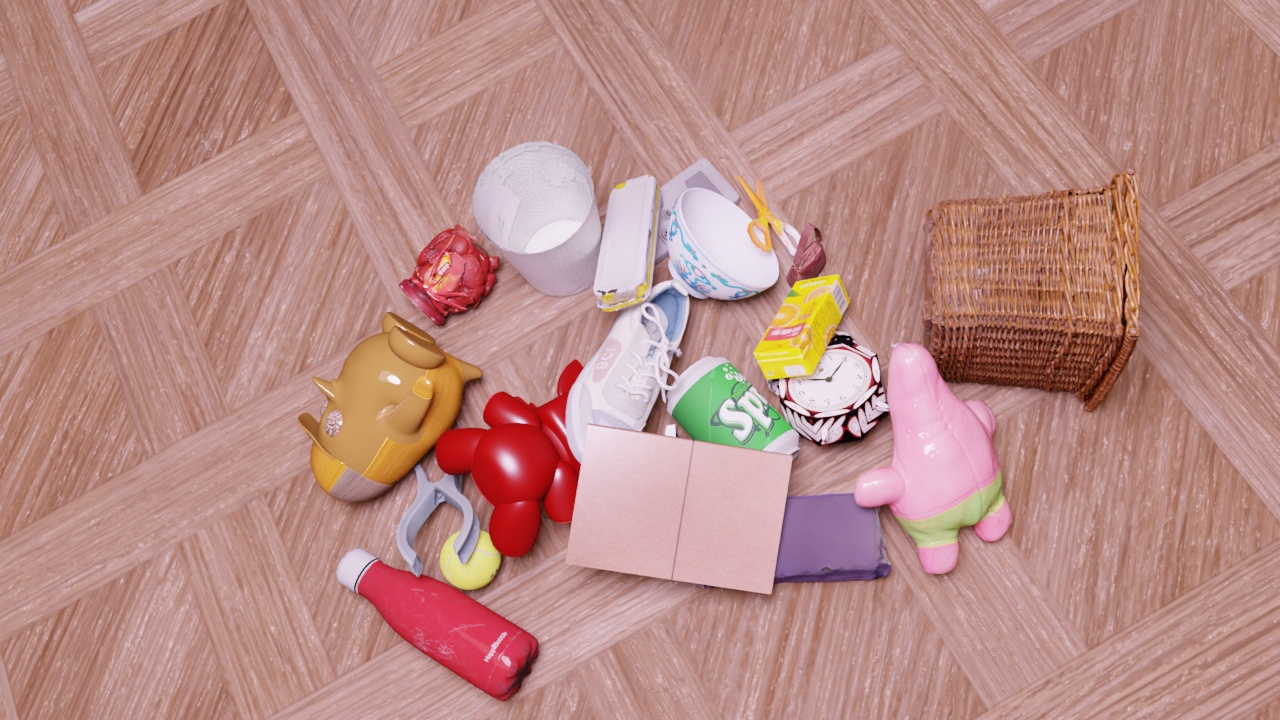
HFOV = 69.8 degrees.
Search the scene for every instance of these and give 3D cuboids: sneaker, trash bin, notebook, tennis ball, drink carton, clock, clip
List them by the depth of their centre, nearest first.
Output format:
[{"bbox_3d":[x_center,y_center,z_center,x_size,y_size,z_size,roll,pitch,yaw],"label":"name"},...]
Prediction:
[{"bbox_3d":[0.039,0.149,0.921,0.209,0.008,0.141,9,89,-3],"label":"notebook"},{"bbox_3d":[-0.006,0.006,0.981,0.089,0.091,0.241,34,53,-15],"label":"sneaker"},{"bbox_3d":[-0.185,0.216,0.998,0.065,0.065,0.065,-2,72,7],"label":"tennis ball"},{"bbox_3d":[0.177,-0.036,0.998,0.059,0.043,0.134,-7,34,39],"label":"drink carton"},{"bbox_3d":[-0.242,0.168,1.002,0.127,0.028,0.166,-17,36,-2],"label":"clip"},{"bbox_3d":[0.203,0.027,1.003,0.114,0.065,0.154,-26,42,0],"label":"clock"},{"bbox_3d":[-0.105,-0.150,1.052,0.133,0.161,0.133,-2,72,7],"label":"trash bin"}]

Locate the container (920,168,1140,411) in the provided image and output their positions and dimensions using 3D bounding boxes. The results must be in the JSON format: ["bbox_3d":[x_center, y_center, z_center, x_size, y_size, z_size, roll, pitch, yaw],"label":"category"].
[{"bbox_3d":[0.379,-0.061,0.921,0.183,0.250,0.162,1,72,19],"label":"container"}]

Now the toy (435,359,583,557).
[{"bbox_3d":[-0.102,0.100,0.992,0.196,0.121,0.158,-29,76,-37],"label":"toy"}]

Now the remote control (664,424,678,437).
[{"bbox_3d":[0.032,0.146,0.997,0.024,0.049,0.143,-4,72,6],"label":"remote control"}]

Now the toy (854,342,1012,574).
[{"bbox_3d":[0.295,0.091,0.927,0.191,0.097,0.237,-27,105,-22],"label":"toy"}]

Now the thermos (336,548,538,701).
[{"bbox_3d":[-0.224,0.272,0.982,0.240,0.073,0.073,26,78,16],"label":"thermos"}]

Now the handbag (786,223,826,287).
[{"bbox_3d":[0.187,-0.123,1.022,0.029,0.120,0.055,39,81,17],"label":"handbag"}]

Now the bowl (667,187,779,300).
[{"bbox_3d":[0.080,-0.118,1.049,0.074,0.143,0.144,-44,66,35],"label":"bowl"}]

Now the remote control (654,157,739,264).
[{"bbox_3d":[0.040,-0.178,1.115,0.151,0.019,0.074,-37,71,-4],"label":"remote control"}]

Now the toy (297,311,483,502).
[{"bbox_3d":[-0.296,0.060,1.025,0.162,0.199,0.203,33,92,-26],"label":"toy"}]

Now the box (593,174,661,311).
[{"bbox_3d":[-0.014,-0.138,1.046,0.064,0.033,0.209,-14,44,20],"label":"box"}]

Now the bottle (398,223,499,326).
[{"bbox_3d":[-0.224,-0.102,1.090,0.111,0.099,0.099,-43,72,-2],"label":"bottle"}]

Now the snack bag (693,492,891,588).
[{"bbox_3d":[0.155,0.185,0.963,0.205,0.058,0.096,-5,73,6],"label":"snack bag"}]

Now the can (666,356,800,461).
[{"bbox_3d":[0.099,0.068,0.992,0.087,0.088,0.140,-40,72,-6],"label":"can"}]

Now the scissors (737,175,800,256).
[{"bbox_3d":[0.156,-0.172,1.089,0.096,0.012,0.133,17,48,-24],"label":"scissors"}]
